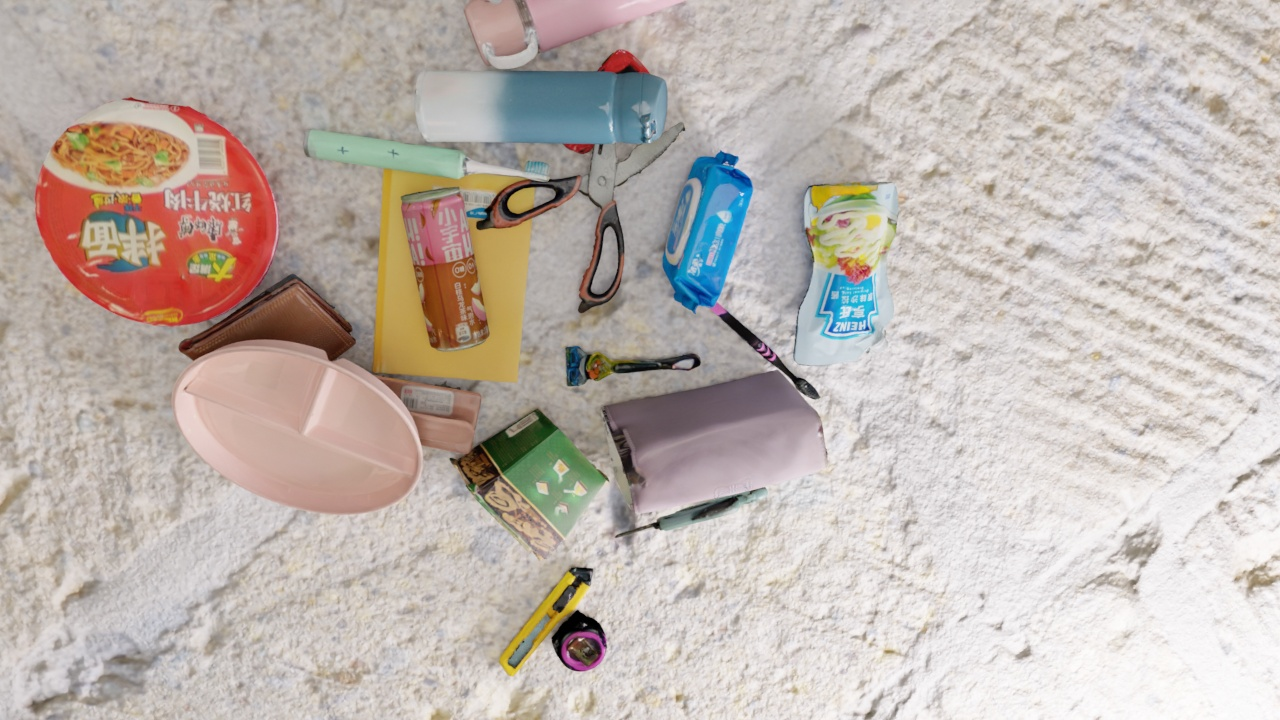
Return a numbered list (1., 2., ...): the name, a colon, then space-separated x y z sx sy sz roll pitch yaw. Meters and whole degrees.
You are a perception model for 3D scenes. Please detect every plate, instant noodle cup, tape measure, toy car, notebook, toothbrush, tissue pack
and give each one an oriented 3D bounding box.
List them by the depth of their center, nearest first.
1. instant noodle cup: -0.417 -0.131 0.813 0.193 0.066 0.194 -3 106 -9
2. toothbrush: -0.195 -0.184 0.843 0.224 0.026 0.027 8 90 -4
3. plate: -0.312 0.064 0.850 0.229 0.028 0.230 4 134 4
4. toy car: -0.037 -0.244 0.872 0.049 0.031 0.106 43 96 -17
5. tissue pack: 0.060 -0.125 0.888 0.052 0.095 0.157 13 104 -13
6. notebook: -0.183 -0.082 0.898 0.145 0.010 0.206 4 104 -11
7. toothbrush: 0.124 -0.017 0.969 0.189 0.018 0.014 40 86 -16
8. tape measure: -0.065 0.312 1.010 0.058 0.039 0.057 43 94 -18

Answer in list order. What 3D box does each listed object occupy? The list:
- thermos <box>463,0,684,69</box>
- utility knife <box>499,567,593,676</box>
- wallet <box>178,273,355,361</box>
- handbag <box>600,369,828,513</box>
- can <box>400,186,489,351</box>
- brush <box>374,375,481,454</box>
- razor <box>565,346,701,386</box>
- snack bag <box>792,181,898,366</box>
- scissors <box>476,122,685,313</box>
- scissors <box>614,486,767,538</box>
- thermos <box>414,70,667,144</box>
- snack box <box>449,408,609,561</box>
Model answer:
1. thermos: -0.055 -0.318 0.821 0.198 0.087 0.067 -22 146 -6
2. utility knife: -0.103 0.287 1.008 0.033 0.015 0.154 36 96 -14
3. wallet: -0.341 -0.018 0.849 0.124 0.032 0.101 -33 144 -2
4. handbag: 0.071 0.085 0.920 0.197 0.145 0.098 -13 104 -6
5. can: -0.182 -0.085 0.860 0.058 0.058 0.147 -11 106 -8
6. brush: -0.232 0.049 0.892 0.145 0.073 0.063 12 103 -11
7. razor: -0.006 0.006 0.948 0.142 0.022 0.043 -2 107 -10
8. snack bag: 0.216 -0.089 0.957 0.110 0.039 0.191 -7 107 -20
9. scissors: -0.045 -0.153 0.882 0.222 0.015 0.189 -28 111 4
10. scissors: 0.053 0.159 0.941 0.173 0.179 0.019 -16 83 -2
11. thermos: -0.087 -0.226 0.819 0.220 0.070 0.070 2 105 6
12. snack box: -0.108 0.115 0.917 0.105 0.118 0.117 -44 115 -9
